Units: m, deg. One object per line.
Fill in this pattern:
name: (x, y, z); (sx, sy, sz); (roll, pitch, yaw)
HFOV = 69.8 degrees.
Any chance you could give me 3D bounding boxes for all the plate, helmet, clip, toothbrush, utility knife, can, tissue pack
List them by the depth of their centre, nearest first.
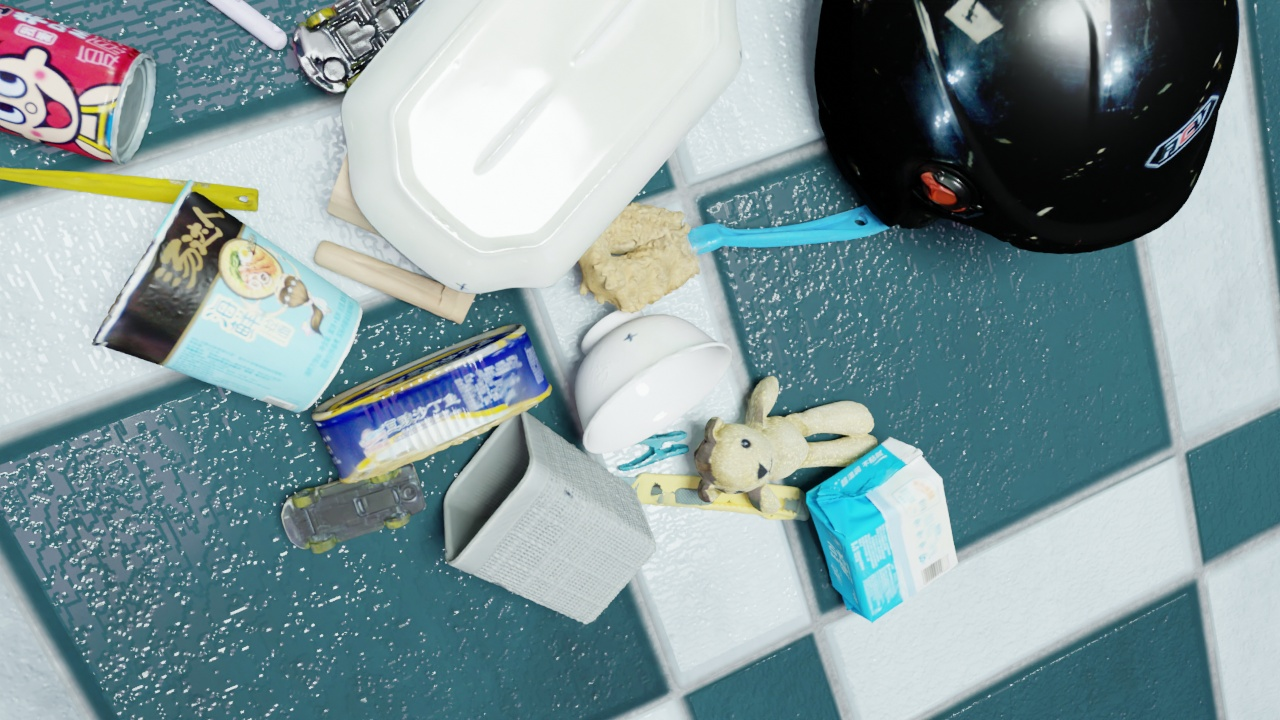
can: (-0.328, -0.154, 0.507); (0.093, 0.066, 0.066); (16, 96, -18)
plate: (-0.047, -0.159, 0.519); (0.162, 0.034, 0.265); (43, 84, -17)
toothbrush: (-0.287, -0.246, 0.527); (0.189, 0.029, 0.021); (37, 129, -21)
toothbrush: (-0.328, -0.105, 0.543); (0.190, 0.016, 0.016); (4, 100, -17)
helmet: (0.241, -0.203, 0.576); (0.233, 0.230, 0.274); (-42, 70, -5)
can: (-0.134, 0.026, 0.596); (0.148, 0.074, 0.049); (-24, 104, -10)
clip: (0.009, 0.065, 0.676); (0.056, 0.014, 0.040); (-9, 104, -12)
utility knife: (0.037, 0.101, 0.694); (0.207, 0.021, 0.031); (8, 99, -12)
tissue pack: (0.183, 0.130, 0.700); (0.090, 0.063, 0.140); (-31, 128, -9)

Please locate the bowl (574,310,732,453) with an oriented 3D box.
bowl: (-0.004, 0.004, 0.626); (0.118, 0.118, 0.064); (-32, 68, -8)

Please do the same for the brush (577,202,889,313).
brush: (0.066, -0.085, 0.643); (0.254, 0.083, 0.046); (-11, 147, -22)

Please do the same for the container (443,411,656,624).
container: (-0.059, 0.108, 0.619); (0.114, 0.090, 0.090); (35, 103, -24)

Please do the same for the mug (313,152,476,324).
mug: (-0.138, -0.091, 0.576); (0.103, 0.084, 0.125); (22, 120, -18)

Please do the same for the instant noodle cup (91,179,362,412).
instant noodle cup: (-0.237, -0.030, 0.545); (0.120, 0.111, 0.111); (30, 91, -27)

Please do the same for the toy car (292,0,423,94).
toy car: (-0.161, -0.203, 0.562); (0.106, 0.031, 0.049); (-39, 109, -17)

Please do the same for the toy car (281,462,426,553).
toy car: (-0.192, 0.096, 0.613); (0.090, 0.035, 0.042); (-18, 104, -12)

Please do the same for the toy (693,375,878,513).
toy: (0.110, 0.065, 0.678); (0.157, 0.066, 0.105); (-7, 106, -30)
